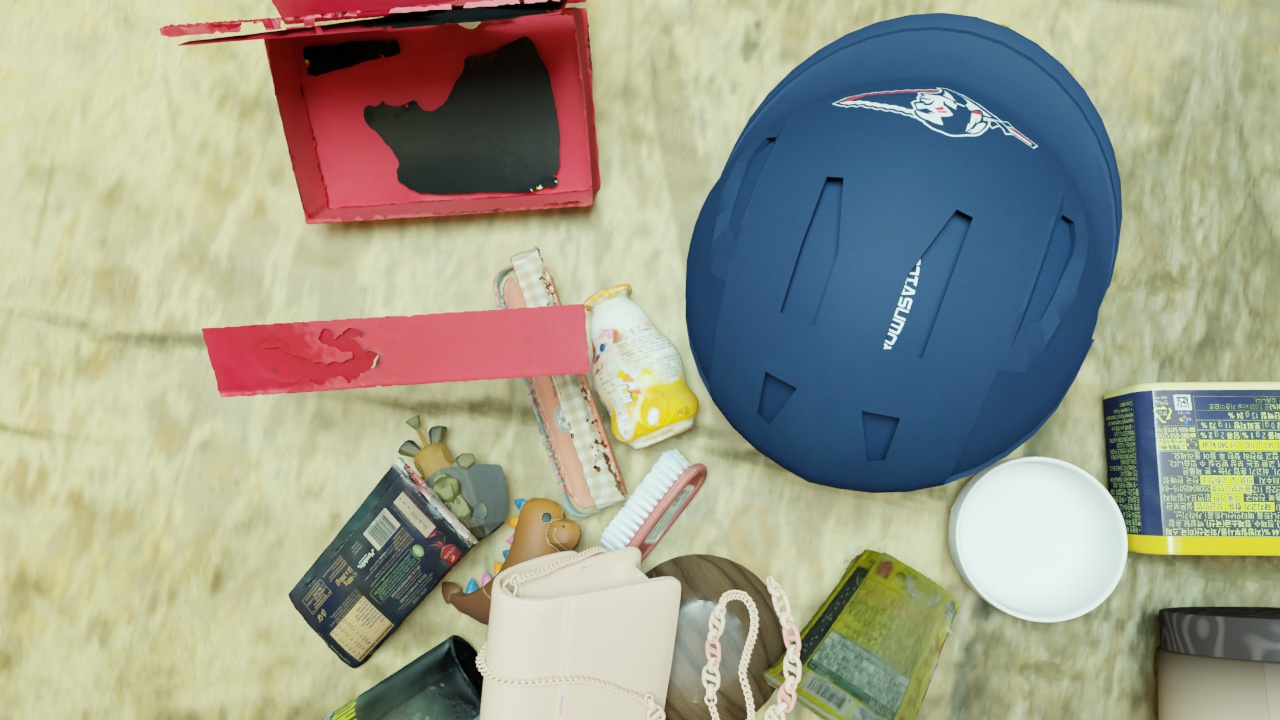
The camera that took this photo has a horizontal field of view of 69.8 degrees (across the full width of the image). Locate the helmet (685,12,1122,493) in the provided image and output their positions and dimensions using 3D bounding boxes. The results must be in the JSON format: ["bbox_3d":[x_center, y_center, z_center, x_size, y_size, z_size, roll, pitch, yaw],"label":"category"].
[{"bbox_3d":[0.140,-0.058,0.514,0.232,0.223,0.272,20,95,16],"label":"helmet"}]

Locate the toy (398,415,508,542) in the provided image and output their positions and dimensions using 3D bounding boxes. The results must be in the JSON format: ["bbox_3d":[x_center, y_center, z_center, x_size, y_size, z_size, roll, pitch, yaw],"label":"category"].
[{"bbox_3d":[-0.135,0.081,0.628,0.076,0.063,0.100,-28,78,-10],"label":"toy"}]

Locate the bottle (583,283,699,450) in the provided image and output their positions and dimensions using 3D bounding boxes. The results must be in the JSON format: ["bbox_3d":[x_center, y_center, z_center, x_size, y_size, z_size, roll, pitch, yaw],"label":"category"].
[{"bbox_3d":[-0.004,0.004,0.623,0.063,0.063,0.109,-21,85,2],"label":"bottle"}]

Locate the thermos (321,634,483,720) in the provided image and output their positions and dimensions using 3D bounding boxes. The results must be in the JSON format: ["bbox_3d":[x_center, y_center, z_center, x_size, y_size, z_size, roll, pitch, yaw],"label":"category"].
[{"bbox_3d":[-0.194,0.276,0.603,0.220,0.098,0.098,-35,83,-6],"label":"thermos"}]

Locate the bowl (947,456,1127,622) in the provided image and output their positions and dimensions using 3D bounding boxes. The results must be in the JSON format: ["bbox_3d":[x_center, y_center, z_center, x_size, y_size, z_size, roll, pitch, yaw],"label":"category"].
[{"bbox_3d":[0.253,0.115,0.599,0.105,0.054,0.105,-1,83,5],"label":"bowl"}]

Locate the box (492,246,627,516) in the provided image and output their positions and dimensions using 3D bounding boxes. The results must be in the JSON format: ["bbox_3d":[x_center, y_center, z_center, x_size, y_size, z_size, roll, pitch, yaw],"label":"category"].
[{"bbox_3d":[-0.058,0.015,0.627,0.079,0.054,0.187,-29,78,46],"label":"box"}]

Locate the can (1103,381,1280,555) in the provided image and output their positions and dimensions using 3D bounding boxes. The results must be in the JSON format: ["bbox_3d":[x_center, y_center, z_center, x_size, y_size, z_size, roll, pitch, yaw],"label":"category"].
[{"bbox_3d":[0.374,0.069,0.585,0.135,0.075,0.104,0,82,4],"label":"can"}]

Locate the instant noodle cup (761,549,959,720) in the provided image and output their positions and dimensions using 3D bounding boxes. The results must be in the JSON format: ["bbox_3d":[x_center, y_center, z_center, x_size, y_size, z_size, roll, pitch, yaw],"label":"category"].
[{"bbox_3d":[0.146,0.185,0.586,0.102,0.102,0.108,33,78,6],"label":"instant noodle cup"}]

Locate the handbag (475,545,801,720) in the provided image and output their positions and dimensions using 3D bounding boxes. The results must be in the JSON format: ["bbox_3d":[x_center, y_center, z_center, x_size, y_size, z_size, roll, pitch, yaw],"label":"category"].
[{"bbox_3d":[-0.012,0.202,0.519,0.116,0.187,0.199,-4,109,-35],"label":"handbag"}]

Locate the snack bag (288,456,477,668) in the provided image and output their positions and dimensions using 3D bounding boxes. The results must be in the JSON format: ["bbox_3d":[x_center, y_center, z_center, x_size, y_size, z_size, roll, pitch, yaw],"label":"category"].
[{"bbox_3d":[-0.177,0.141,0.617,0.074,0.018,0.155,46,115,6],"label":"snack bag"}]

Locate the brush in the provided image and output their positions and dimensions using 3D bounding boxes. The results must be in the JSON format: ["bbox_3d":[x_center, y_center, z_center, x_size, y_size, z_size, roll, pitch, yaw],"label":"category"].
[{"bbox_3d":[-0.016,0.134,0.628,0.030,0.041,0.172,36,90,24],"label":"brush"}]

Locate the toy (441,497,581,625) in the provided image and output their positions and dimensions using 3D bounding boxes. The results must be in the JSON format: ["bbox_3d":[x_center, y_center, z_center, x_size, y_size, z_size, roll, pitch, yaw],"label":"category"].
[{"bbox_3d":[-0.091,0.138,0.633,0.103,0.070,0.090,1,71,27],"label":"toy"}]

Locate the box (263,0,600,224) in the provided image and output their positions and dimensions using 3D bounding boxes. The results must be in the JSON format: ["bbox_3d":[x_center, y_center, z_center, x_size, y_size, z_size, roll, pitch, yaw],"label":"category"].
[{"bbox_3d":[-0.146,-0.258,0.532,0.211,0.411,0.107,-2,47,3],"label":"box"}]

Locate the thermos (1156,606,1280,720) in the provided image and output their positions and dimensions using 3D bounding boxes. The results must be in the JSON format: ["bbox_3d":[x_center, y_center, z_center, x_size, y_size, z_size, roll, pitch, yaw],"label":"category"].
[{"bbox_3d":[0.383,0.261,0.526,0.173,0.173,0.226,-1,78,4],"label":"thermos"}]

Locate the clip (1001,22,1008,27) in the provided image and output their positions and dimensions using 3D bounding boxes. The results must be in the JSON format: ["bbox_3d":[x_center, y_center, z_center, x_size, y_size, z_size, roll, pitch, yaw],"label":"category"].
[{"bbox_3d":[0.239,-0.206,0.642,0.054,0.045,0.048,-28,58,0],"label":"clip"}]

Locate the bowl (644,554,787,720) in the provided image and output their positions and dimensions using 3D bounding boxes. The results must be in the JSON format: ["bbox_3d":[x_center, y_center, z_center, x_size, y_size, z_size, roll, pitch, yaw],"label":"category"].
[{"bbox_3d":[0.040,0.193,0.618,0.119,0.032,0.119,0,85,4],"label":"bowl"}]
